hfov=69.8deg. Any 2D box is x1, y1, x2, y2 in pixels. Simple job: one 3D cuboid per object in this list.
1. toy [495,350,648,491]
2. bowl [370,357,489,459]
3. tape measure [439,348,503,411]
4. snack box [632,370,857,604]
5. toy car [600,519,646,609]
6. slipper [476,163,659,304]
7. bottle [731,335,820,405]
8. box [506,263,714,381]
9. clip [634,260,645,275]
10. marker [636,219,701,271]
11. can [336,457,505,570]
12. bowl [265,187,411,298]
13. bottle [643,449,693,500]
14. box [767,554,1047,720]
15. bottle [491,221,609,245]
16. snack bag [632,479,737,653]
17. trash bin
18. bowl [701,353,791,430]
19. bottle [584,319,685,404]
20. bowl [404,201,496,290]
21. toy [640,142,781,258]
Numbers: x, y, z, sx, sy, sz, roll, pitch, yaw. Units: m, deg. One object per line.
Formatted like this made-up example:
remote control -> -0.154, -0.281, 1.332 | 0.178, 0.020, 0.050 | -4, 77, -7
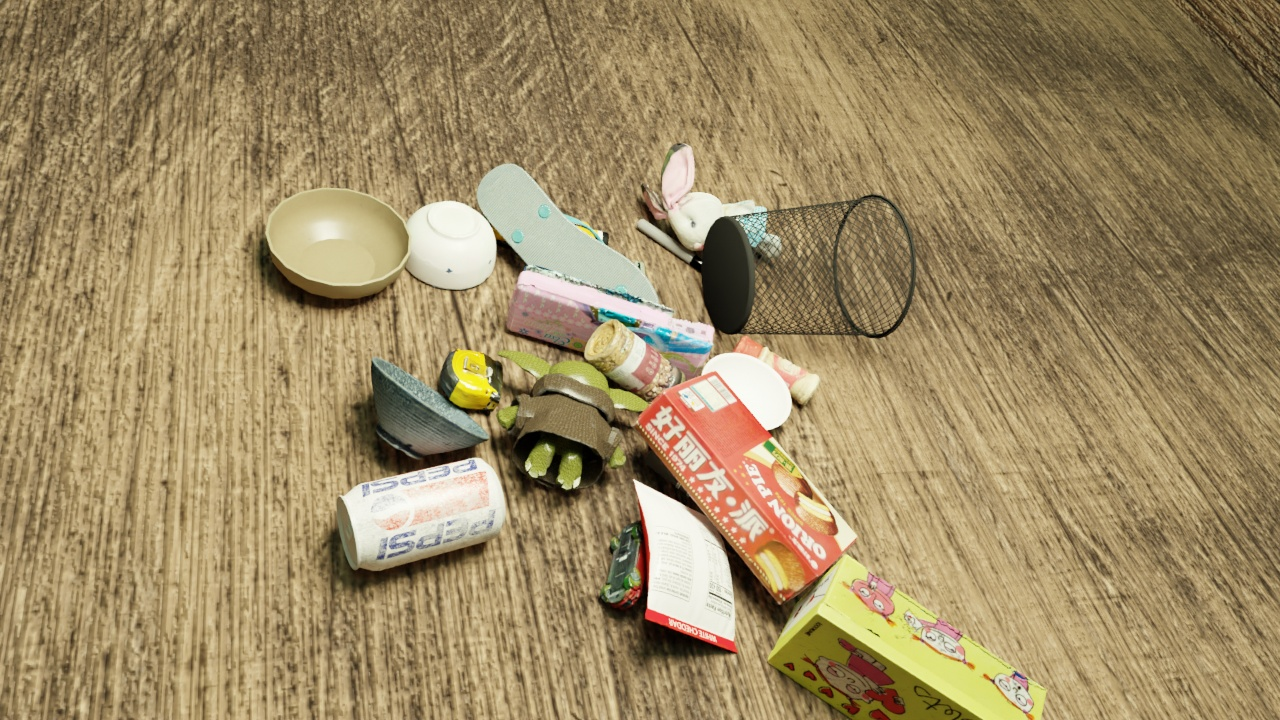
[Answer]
toy -> -0.076, 0.065, 0.945 | 0.179, 0.078, 0.152 | 21, 39, -9
bowl -> -0.219, 0.059, 0.894 | 0.137, 0.137, 0.057 | 35, 87, 9
tape measure -> -0.178, 0.018, 0.967 | 0.064, 0.037, 0.065 | 18, 40, -20
snack box -> 0.109, 0.124, 0.945 | 0.236, 0.060, 0.113 | 50, 32, 14
toy car -> -0.010, 0.198, 0.884 | 0.036, 0.042, 0.091 | 41, 38, -19
slipper -> -0.091, -0.123, 1.104 | 0.269, 0.054, 0.098 | 42, 92, 3
bottle -> 0.162, 0.012, 1.111 | 0.109, 0.044, 0.044 | 29, 47, 1
box -> -0.035, -0.042, 1.049 | 0.230, 0.085, 0.053 | 17, 48, -8
clip -> -0.006, -0.096, 1.150 | 0.059, 0.023, 0.076 | 14, 50, -12
marker -> 0.055, -0.145, 1.220 | 0.140, 0.016, 0.016 | 36, 47, 10
can -> -0.198, 0.139, 0.833 | 0.136, 0.078, 0.078 | -11, 56, -29
bowl -> -0.335, -0.122, 1.019 | 0.152, 0.051, 0.152 | 11, 48, -13
bottle -> 0.057, 0.131, 0.976 | 0.113, 0.030, 0.030 | 36, 48, 10
box -> 0.245, 0.293, 0.853 | 0.221, 0.125, 0.080 | 36, 48, 7
bottle -> -0.112, -0.160, 1.147 | 0.143, 0.043, 0.043 | 10, 49, -14
snack bag -> 0.045, 0.197, 0.886 | 0.130, 0.039, 0.143 | 32, 37, -38
trash bin -> 0.200, -0.111, 1.149 | 0.210, 0.185, 0.184 | -5, 54, -19
bowl -> 0.116, 0.047, 1.064 | 0.110, 0.041, 0.109 | 11, 48, -13
bottle -> -0.006, 0.006, 1.011 | 0.105, 0.056, 0.056 | 37, 41, -28
bowl -> -0.222, -0.144, 1.075 | 0.113, 0.063, 0.113 | 11, 49, -13
toy -> 0.095, -0.178, 1.223 | 0.205, 0.131, 0.105 | 27, 59, -17
